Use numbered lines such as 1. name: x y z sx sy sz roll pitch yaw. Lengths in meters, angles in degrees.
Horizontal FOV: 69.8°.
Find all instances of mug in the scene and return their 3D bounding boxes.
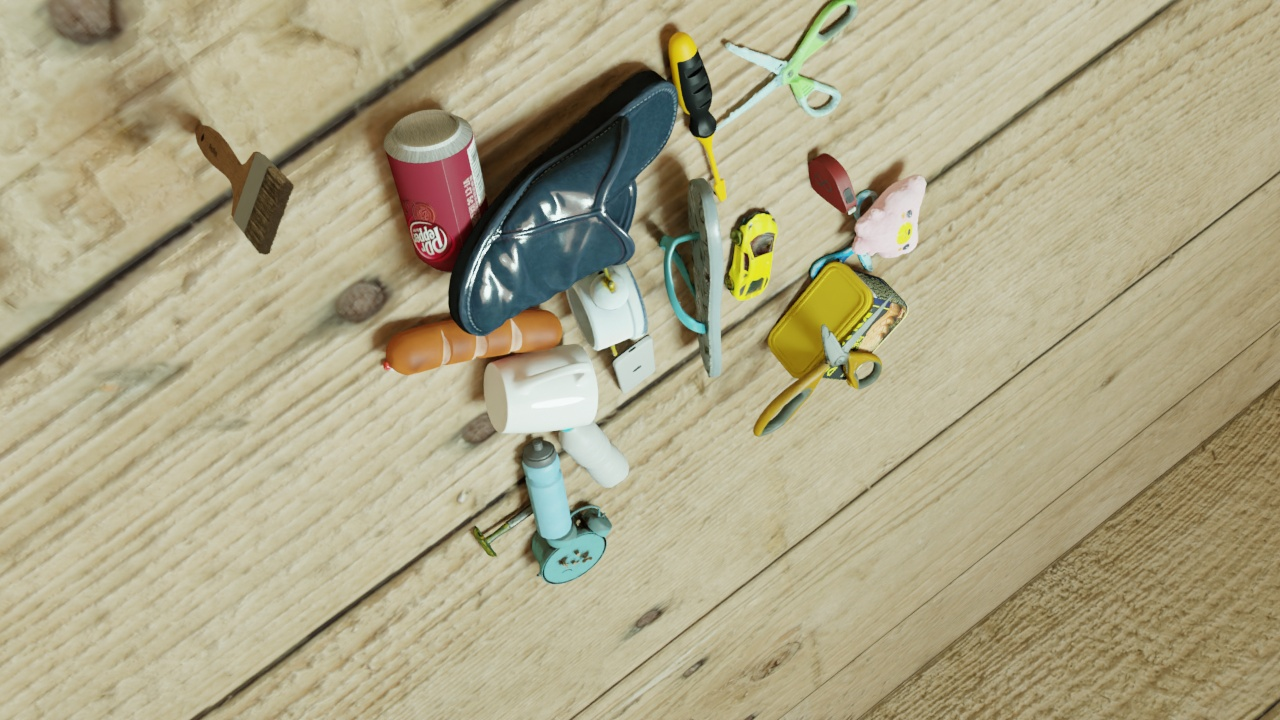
1. mug: -0.090 0.024 0.862 0.087 0.081 0.114 -9 166 -27

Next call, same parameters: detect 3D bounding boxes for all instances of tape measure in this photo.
1. tape measure: 0.196 -0.182 0.931 0.019 0.059 0.051 -34 143 -9

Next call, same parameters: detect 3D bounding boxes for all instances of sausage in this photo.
1. sausage: -0.146 -0.019 0.814 0.164 0.044 0.039 -12 124 -33

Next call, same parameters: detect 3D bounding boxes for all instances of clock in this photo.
1. clock: -0.032 -0.062 0.839 0.057 0.083 0.118 -23 141 -13
2. clock: -0.084 0.215 1.099 0.089 0.053 0.124 -7 132 -37

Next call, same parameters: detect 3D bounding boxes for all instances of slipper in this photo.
1. slipper: 0.048 -0.078 0.902 0.055 0.098 0.269 -10 147 0
2. slipper: -0.039 -0.114 0.725 0.265 0.083 0.109 -48 158 -14

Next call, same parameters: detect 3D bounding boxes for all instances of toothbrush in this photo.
1. toothbrush: 0.055 -0.208 0.810 0.031 0.031 0.197 -39 146 -9

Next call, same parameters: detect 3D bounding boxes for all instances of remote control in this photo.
1. remote control: -0.006 0.005 0.940 0.045 0.008 0.147 -37 168 -6

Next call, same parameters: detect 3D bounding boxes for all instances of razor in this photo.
1. razor: -0.137 0.179 1.043 0.105 0.026 0.042 -35 141 -14

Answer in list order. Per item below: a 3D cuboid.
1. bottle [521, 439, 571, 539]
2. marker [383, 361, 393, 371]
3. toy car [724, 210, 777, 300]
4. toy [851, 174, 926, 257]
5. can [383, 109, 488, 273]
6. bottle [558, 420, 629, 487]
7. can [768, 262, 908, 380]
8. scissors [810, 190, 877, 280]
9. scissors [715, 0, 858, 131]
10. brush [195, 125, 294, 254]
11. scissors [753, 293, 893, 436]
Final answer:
1. bottle: -0.103 0.138 1.002 0.040 0.040 0.130 -23 129 -22
2. marker: -0.165 -0.006 0.838 0.142 0.013 0.013 -11 134 -33
3. toy car: 0.118 -0.109 0.964 0.049 0.030 0.107 -21 138 -22
4. toy: 0.276 -0.153 1.021 0.093 0.050 0.102 -25 136 -20
5. can: -0.149 -0.125 0.688 0.063 0.063 0.114 -26 141 -19
6. bottle: -0.055 0.096 1.010 0.044 0.044 0.136 -39 143 -3
7. can: 0.236 -0.042 1.089 0.104 0.075 0.135 6 130 -47
8. scissors: 0.248 -0.135 1.066 0.140 0.011 0.134 -39 145 -2
9. scissors: 0.137 -0.259 0.838 0.171 0.024 0.165 -39 149 2
10. brush: -0.244 -0.113 0.552 0.008 0.143 0.045 9 113 -47
11. scissors: 0.215 0.015 1.055 0.230 0.016 0.225 -41 150 7
